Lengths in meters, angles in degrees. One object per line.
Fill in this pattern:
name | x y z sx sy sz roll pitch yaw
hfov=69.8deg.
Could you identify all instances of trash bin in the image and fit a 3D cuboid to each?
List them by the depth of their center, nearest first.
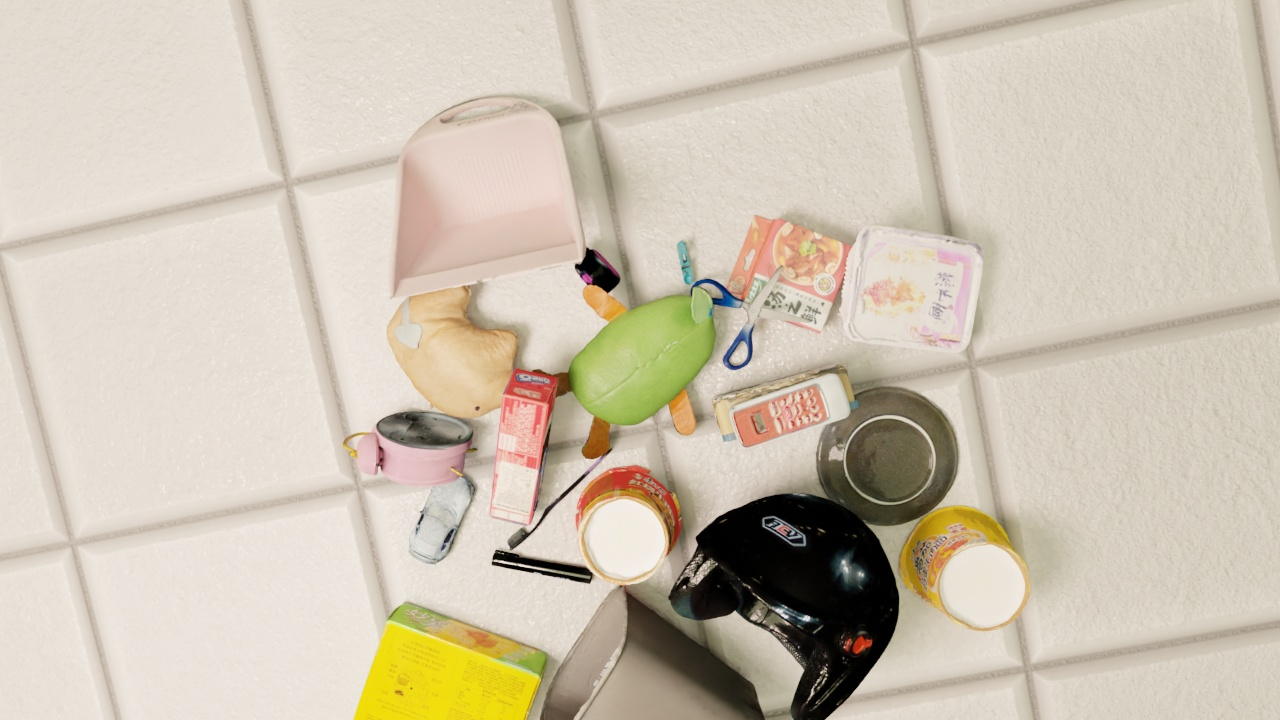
trash bin | 0.015 0.426 1.116 0.219 0.198 0.199 31 97 -8

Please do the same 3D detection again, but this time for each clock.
clock | -0.287 0.107 1.135 0.158 0.117 0.060 10 106 0

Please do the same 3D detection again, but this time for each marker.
marker | -0.127 0.267 1.187 0.132 0.020 0.022 10 95 3

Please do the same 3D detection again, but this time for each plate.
plate | 0.311 0.123 1.150 0.179 0.024 0.179 0 95 3

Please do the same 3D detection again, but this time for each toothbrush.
toothbrush | -0.105 0.177 1.181 0.189 0.014 0.017 -45 79 5

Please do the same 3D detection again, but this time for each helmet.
helmet | 0.177 0.262 1.055 0.229 0.275 0.233 -44 50 -15

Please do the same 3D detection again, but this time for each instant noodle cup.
instant noodle cup | 0.314 -0.085 1.093 0.173 0.060 0.138 6 95 -21
instant noodle cup | 0.399 0.258 1.114 0.138 0.109 0.138 0 96 3
instant noodle cup | -0.019 0.210 1.132 0.138 0.108 0.138 0 95 3

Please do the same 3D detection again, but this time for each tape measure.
tape measure | -0.055 -0.107 1.132 0.039 0.057 0.058 -43 69 7

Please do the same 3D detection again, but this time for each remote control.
remote control | 0.173 0.059 1.064 0.136 0.020 0.056 -18 90 6

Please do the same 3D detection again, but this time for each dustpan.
dustpan | -0.189 -0.202 1.060 0.222 0.273 0.139 -12 119 1

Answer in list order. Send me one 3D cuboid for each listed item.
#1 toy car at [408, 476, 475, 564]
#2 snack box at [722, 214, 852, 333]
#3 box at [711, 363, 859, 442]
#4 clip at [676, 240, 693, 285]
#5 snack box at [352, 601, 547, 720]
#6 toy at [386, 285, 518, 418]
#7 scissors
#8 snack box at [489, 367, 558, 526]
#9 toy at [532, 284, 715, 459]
toy car | -0.257 0.203 1.180 0.054 0.037 0.120 25 93 1
snack box | 0.180 -0.107 1.126 0.127 0.044 0.113 20 95 1
box | 0.180 0.049 1.118 0.184 0.089 0.059 -14 90 8
clip | 0.056 -0.121 1.144 0.013 0.038 0.055 -11 104 4
snack box | -0.243 0.425 1.181 0.210 0.070 0.158 20 96 1
toy | -0.214 0.008 1.139 0.143 0.082 0.226 -42 94 15
scissors | 0.127 -0.055 1.108 0.176 0.012 0.163 28 128 32
snack box | -0.144 0.108 1.109 0.058 0.057 0.208 13 127 0
toy | -0.007 0.007 1.122 0.247 0.090 0.227 -36 106 2
